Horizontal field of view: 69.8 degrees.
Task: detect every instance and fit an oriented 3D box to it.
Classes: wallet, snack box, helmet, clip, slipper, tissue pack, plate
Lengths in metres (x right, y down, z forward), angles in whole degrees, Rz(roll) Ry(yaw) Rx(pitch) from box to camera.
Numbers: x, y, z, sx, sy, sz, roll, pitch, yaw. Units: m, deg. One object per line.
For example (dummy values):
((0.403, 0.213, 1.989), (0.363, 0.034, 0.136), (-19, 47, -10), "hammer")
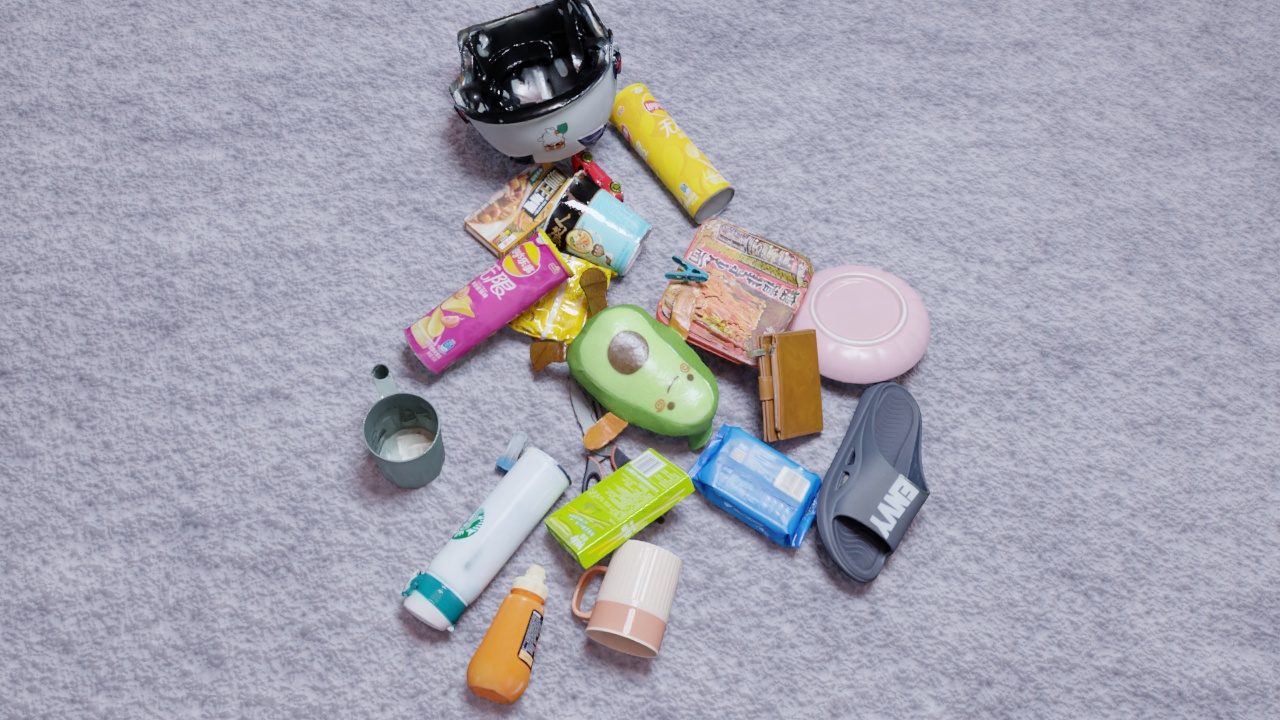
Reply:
((0.181, 0.029, 1.119), (0.118, 0.035, 0.130), (-6, 93, -40), "wallet")
((-0.160, -0.208, 1.249), (0.075, 0.026, 0.153), (41, 67, 12), "snack box")
((-0.130, -0.360, 1.244), (0.230, 0.157, 0.273), (-19, 52, 3), "helmet")
((-0.153, 0.110, 1.104), (0.026, 0.042, 0.058), (22, 61, 6), "clip")
((0.290, 0.131, 1.093), (0.110, 0.084, 0.267), (34, 59, -15), "slipper")
((-0.024, 0.165, 1.044), (0.156, 0.026, 0.086), (-33, 32, -20), "snack box")
((0.140, 0.150, 1.099), (0.157, 0.052, 0.094), (32, 63, 8), "tissue pack")
((0.282, -0.058, 1.196), (0.192, 0.039, 0.192), (-3, 54, 4), "plate")
((0.060, -0.110, 1.150), (0.054, 0.013, 0.032), (18, 62, 10), "clip")

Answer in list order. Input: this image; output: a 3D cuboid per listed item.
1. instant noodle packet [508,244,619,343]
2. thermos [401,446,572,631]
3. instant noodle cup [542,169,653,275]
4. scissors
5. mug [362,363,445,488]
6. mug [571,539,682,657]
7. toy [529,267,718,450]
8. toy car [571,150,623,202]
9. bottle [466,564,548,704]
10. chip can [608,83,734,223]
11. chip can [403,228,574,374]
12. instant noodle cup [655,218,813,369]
((-0.100, -0.080, 1.175), (0.111, 0.044, 0.128), (22, 79, -3), "instant noodle packet")
((-0.173, 0.199, 1.030), (0.073, 0.073, 0.223), (36, 66, 10), "thermos")
((-0.053, -0.174, 1.207), (0.120, 0.111, 0.111), (31, 65, 2), "instant noodle cup")
((-0.035, 0.114, 1.117), (0.206, 0.015, 0.201), (25, 65, 7), "scissors")
((-0.275, 0.077, 1.057), (0.083, 0.104, 0.124), (-20, 67, -15), "mug")
((-0.019, 0.261, 1.019), (0.115, 0.082, 0.105), (3, 58, 28), "mug")
((-0.007, 0.006, 1.105), (0.247, 0.090, 0.227), (34, 90, 6), "toy")
((-0.063, -0.247, 1.267), (0.031, 0.049, 0.106), (-34, 74, -22), "toy car")
((-0.136, 0.292, 0.998), (0.067, 0.067, 0.149), (19, 56, 2), "bottle")
((0.041, -0.291, 1.288), (0.072, 0.072, 0.213), (-32, 73, -19), "chip can")
((-0.184, -0.071, 1.120), (0.210, 0.071, 0.071), (-37, 73, 0), "chip can")
((0.120, -0.077, 1.189), (0.164, 0.079, 0.188), (26, 64, 7), "instant noodle cup")
